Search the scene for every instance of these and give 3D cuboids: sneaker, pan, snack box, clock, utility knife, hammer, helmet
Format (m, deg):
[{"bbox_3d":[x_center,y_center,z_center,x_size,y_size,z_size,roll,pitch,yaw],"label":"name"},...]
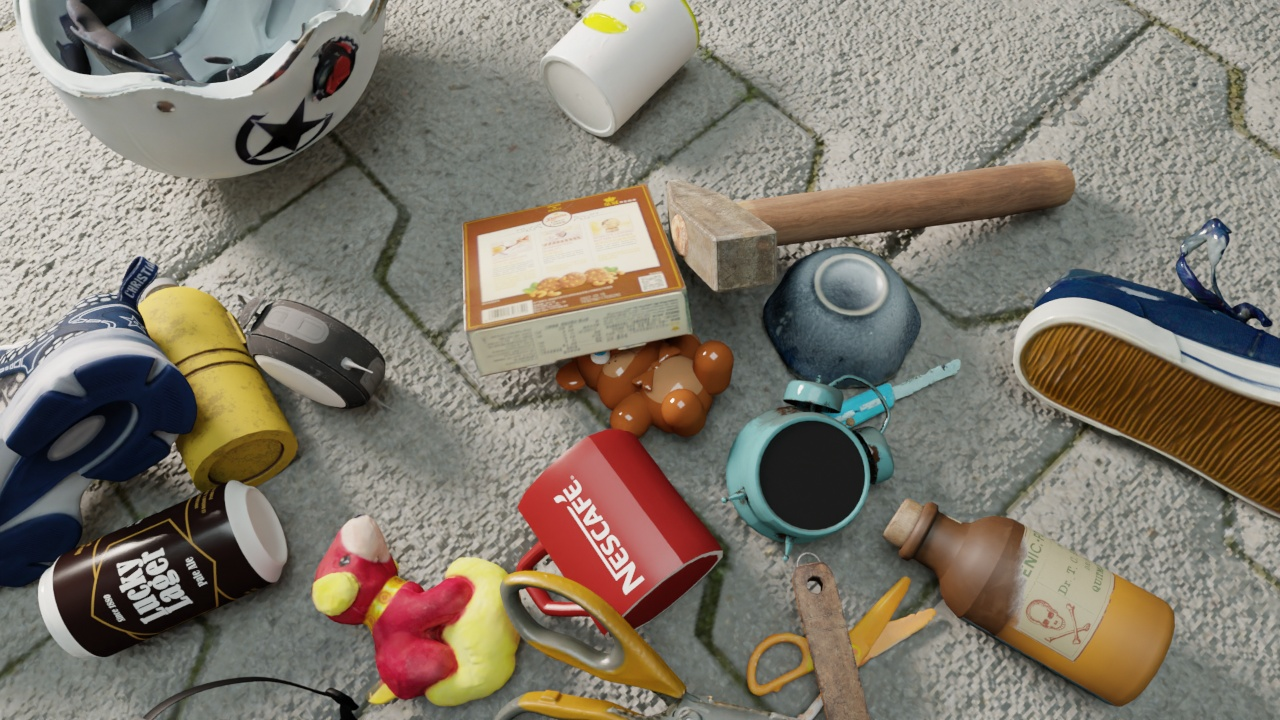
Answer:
[{"bbox_3d":[-0.407,0.047,0.601,0.270,0.103,0.132,-37,51,11],"label":"sneaker"},{"bbox_3d":[0.398,0.009,0.583,0.295,0.121,0.127,25,46,18],"label":"sneaker"},{"bbox_3d":[0.135,0.281,0.495,0.207,0.040,0.356,-11,64,0],"label":"pan"},{"bbox_3d":[-0.050,-0.060,0.640,0.143,0.041,0.146,-12,39,-2],"label":"snack box"},{"bbox_3d":[-0.228,-0.002,0.628,0.123,0.091,0.043,22,68,8],"label":"clock"},{"bbox_3d":[0.149,0.031,0.626,0.158,0.015,0.022,-25,89,-8],"label":"utility knife"},{"bbox_3d":[0.169,-0.111,0.656,0.300,0.037,0.158,-9,25,-11],"label":"hammer"},{"bbox_3d":[-0.141,0.243,0.431,0.242,0.228,0.147,12,51,24],"label":"helmet"},{"bbox_3d":[-0.313,-0.248,0.713,0.236,0.164,0.263,41,67,16],"label":"helmet"},{"bbox_3d":[0.112,0.062,0.584,0.090,0.053,0.124,43,81,-2],"label":"clock"}]

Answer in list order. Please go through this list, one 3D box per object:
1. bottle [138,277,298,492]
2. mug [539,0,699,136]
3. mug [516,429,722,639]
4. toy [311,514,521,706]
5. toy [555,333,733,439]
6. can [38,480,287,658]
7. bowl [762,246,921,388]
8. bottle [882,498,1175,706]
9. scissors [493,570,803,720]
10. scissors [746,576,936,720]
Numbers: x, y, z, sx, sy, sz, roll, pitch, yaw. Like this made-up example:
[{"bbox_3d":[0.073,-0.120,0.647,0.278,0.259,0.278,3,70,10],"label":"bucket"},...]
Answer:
[{"bbox_3d":[-0.306,0.008,0.643,0.071,0.071,0.163,-32,67,-11],"label":"bottle"},{"bbox_3d":[-0.016,-0.244,0.733,0.082,0.083,0.106,35,73,18],"label":"mug"},{"bbox_3d":[-0.023,0.116,0.568,0.116,0.080,0.096,-45,66,15],"label":"mug"},{"bbox_3d":[-0.140,0.161,0.567,0.137,0.067,0.105,26,71,2],"label":"toy"},{"bbox_3d":[-0.004,0.004,0.626,0.128,0.065,0.094,26,60,21],"label":"toy"},{"bbox_3d":[-0.298,0.131,0.581,0.128,0.072,0.072,-24,65,-7],"label":"can"},{"bbox_3d":[0.143,-0.039,0.639,0.110,0.055,0.110,-1,64,3],"label":"bowl"},{"bbox_3d":[0.221,0.133,0.543,0.157,0.068,0.067,29,70,17],"label":"bottle"},{"bbox_3d":[0.009,0.204,0.514,0.225,0.016,0.166,25,110,12],"label":"scissors"},{"bbox_3d":[0.133,0.186,0.555,0.133,0.012,0.083,-24,67,-6],"label":"scissors"}]
